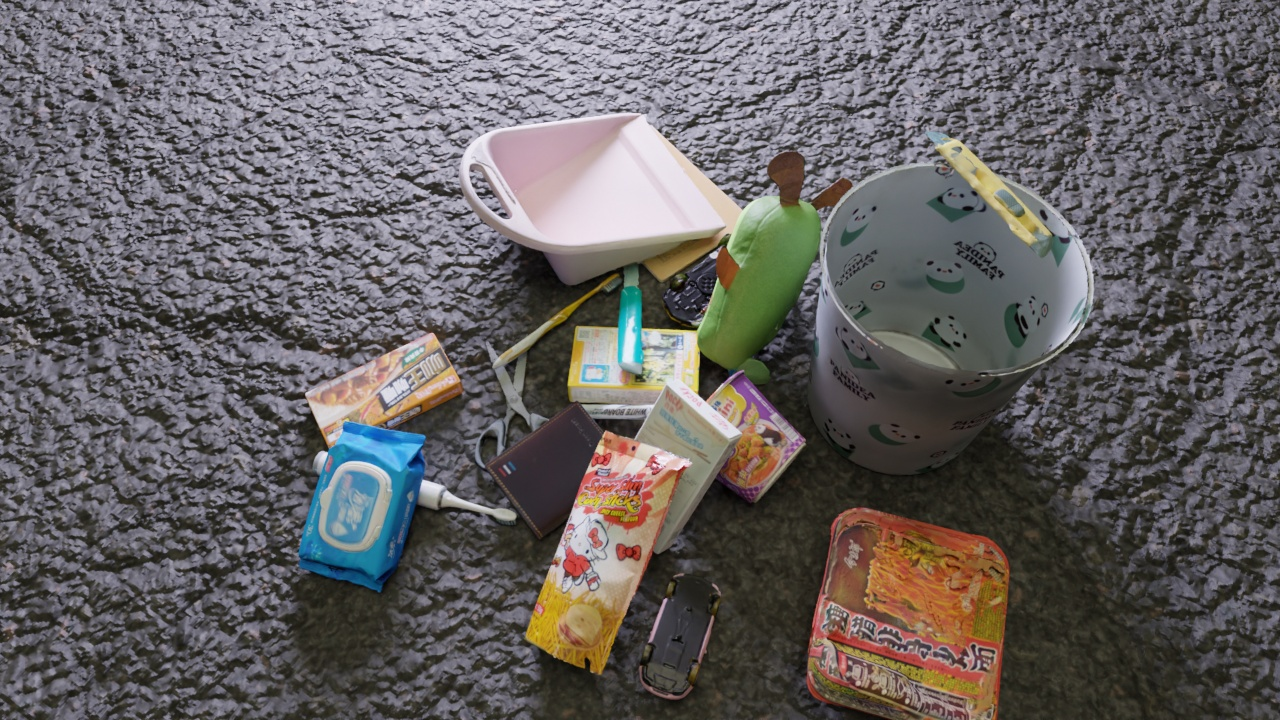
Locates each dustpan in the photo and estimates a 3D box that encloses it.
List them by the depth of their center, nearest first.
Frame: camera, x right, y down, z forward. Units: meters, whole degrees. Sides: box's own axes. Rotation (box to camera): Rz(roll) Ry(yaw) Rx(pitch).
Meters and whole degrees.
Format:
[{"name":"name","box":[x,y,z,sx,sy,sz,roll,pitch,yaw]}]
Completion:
[{"name":"dustpan","box":[-0.062,-0.208,1.066,0.273,0.139,0.222,-31,63,-9]}]

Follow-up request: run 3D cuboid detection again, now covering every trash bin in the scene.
[{"name":"trash bin","box":[0.271,-0.023,0.892,0.229,0.252,0.229,0,60,0]}]

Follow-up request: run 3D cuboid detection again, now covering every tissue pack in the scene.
[{"name":"tissue pack","box":[-0.273,0.140,0.902,0.095,0.052,0.157,13,81,9]}]

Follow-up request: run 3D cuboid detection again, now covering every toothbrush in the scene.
[{"name":"toothbrush","box":[-0.231,0.133,0.940,0.221,0.026,0.026,14,52,9]},{"name":"toothbrush","box":[-0.092,-0.044,1.045,0.191,0.016,0.018,-39,71,-23]}]

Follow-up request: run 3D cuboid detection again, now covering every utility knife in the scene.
[{"name":"utility knife","box":[0.310,-0.152,0.817,0.031,0.018,0.165,-21,56,-21]},{"name":"utility knife","box":[-0.010,-0.052,1.024,0.029,0.013,0.205,0,41,1]}]

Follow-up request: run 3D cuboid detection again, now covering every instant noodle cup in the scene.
[{"name":"instant noodle cup","box":[0.241,0.239,0.838,0.164,0.079,0.188,14,62,9]},{"name":"instant noodle cup","box":[0.103,0.083,0.923,0.099,0.112,0.111,42,68,12]}]

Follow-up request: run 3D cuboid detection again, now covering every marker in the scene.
[{"name":"marker","box":[-0.009,0.054,0.954,0.145,0.017,0.017,-1,55,31]}]

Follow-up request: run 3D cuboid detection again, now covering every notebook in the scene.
[{"name":"notebook","box":[0.019,-0.200,1.144,0.147,0.008,0.207,-34,64,-17]}]

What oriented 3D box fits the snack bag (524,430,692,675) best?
[{"name":"snack bag","box":[-0.033,0.173,0.849,0.129,0.073,0.207,11,78,52]}]

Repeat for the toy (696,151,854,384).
[{"name":"toy","box":[0.131,-0.096,0.971,0.090,0.226,0.247,32,102,31]}]

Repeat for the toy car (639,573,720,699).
[{"name":"toy car","box":[0.037,0.257,0.857,0.056,0.037,0.122,19,49,9]}]

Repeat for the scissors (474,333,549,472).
[{"name":"scissors","box":[-0.136,0.049,0.996,0.159,0.014,0.174,29,63,17]}]

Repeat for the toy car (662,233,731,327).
[{"name":"toy car","box":[0.090,-0.090,1.058,0.155,0.041,0.071,-38,66,-21]}]

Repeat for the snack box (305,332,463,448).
[{"name":"snack box","box":[-0.278,0.035,0.999,0.153,0.026,0.075,-27,63,-14]}]

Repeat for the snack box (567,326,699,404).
[{"name":"snack box","box":[-0.006,0.006,1.002,0.140,0.034,0.086,1,51,3]}]

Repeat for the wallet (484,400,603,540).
[{"name":"wallet","box":[-0.084,0.112,0.944,0.122,0.020,0.096,-35,82,-19]}]

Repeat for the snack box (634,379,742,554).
[{"name":"snack box","box":[0.027,0.105,0.887,0.085,0.157,0.026,41,30,22]}]
